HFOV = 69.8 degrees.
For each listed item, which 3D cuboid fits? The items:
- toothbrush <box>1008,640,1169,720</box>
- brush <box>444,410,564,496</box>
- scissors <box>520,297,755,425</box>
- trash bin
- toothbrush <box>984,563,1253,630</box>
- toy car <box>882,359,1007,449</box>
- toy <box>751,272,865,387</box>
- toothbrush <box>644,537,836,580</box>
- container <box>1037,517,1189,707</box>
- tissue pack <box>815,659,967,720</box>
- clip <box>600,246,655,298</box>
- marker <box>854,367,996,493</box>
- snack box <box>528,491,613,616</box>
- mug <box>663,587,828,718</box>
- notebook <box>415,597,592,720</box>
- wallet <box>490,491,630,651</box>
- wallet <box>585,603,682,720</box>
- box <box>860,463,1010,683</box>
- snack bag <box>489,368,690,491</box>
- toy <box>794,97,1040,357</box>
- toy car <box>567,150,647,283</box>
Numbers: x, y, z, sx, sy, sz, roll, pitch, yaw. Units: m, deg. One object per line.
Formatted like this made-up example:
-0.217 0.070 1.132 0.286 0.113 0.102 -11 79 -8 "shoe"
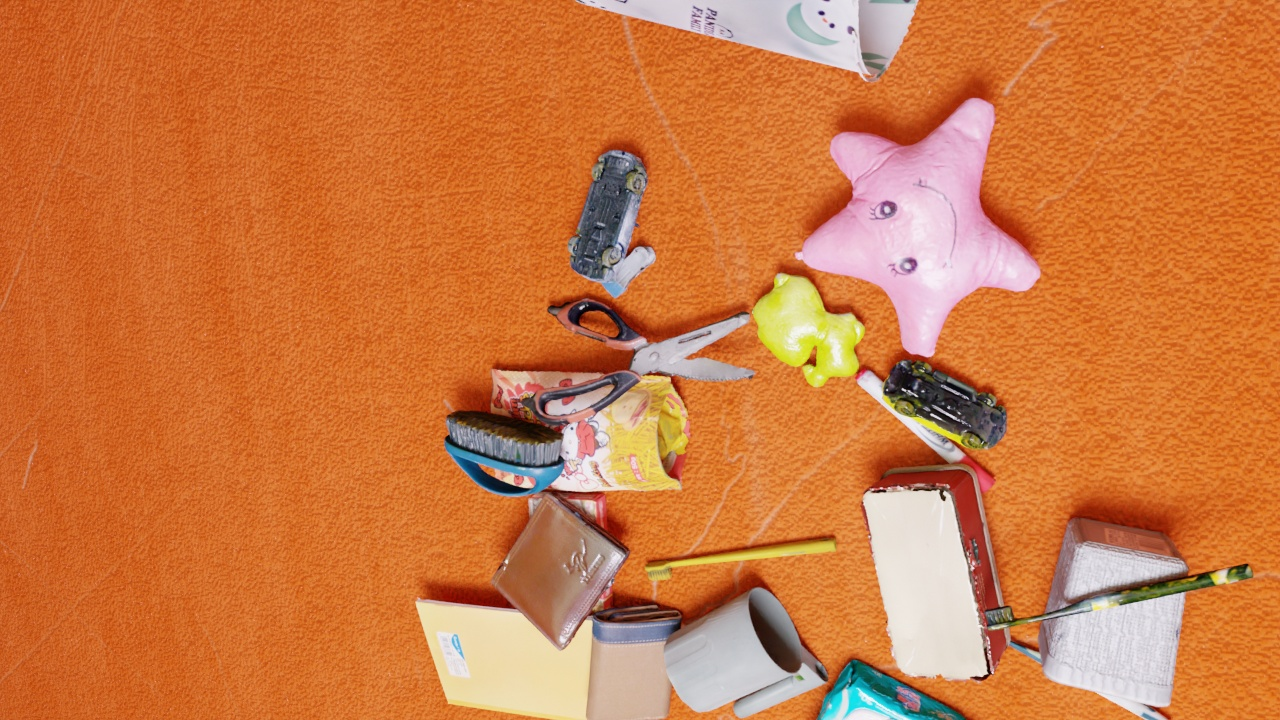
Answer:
0.362 0.260 0.787 0.192 0.016 0.018 26 98 14 "toothbrush"
-0.131 0.091 0.873 0.144 0.055 0.073 12 106 36 "brush"
-0.009 -0.002 0.837 0.226 0.015 0.189 34 80 30 "scissors"
0.075 -0.342 0.670 0.252 0.229 0.230 18 106 22 "trash bin"
0.352 0.175 0.685 0.186 0.012 0.017 -19 77 20 "toothbrush"
0.253 0.040 0.768 0.105 0.032 0.048 26 67 9 "toy car"
0.144 -0.025 0.801 0.100 0.031 0.097 10 106 18 "toy"
0.093 0.189 0.871 0.190 0.015 0.016 -13 100 22 "toothbrush"
0.376 0.194 0.730 0.090 0.090 0.114 9 100 18 "container"
0.228 0.344 0.834 0.133 0.050 0.093 24 107 14 "tissue pack"
-0.011 -0.085 0.854 0.058 0.035 0.025 -43 82 26 "clip"
0.243 0.059 0.789 0.145 0.017 0.017 43 111 8 "marker"
-0.069 0.209 0.929 0.075 0.025 0.153 0 101 21 "snack box"
0.098 0.284 0.861 0.104 0.083 0.124 -34 112 23 "mug"
-0.130 0.318 0.963 0.207 0.010 0.146 -1 115 21 "notebook"
-0.080 0.204 0.892 0.101 0.032 0.125 36 102 15 "wallet"
-0.007 0.301 0.906 0.090 0.033 0.115 1 103 -17 "wallet"
0.243 0.179 0.769 0.091 0.078 0.168 -10 95 38 "box"
-0.057 0.069 0.884 0.208 0.073 0.128 -1 101 28 "snack bag"
0.214 -0.097 0.737 0.179 0.074 0.194 -14 97 22 "toy"
-0.028 -0.131 0.837 0.054 0.036 0.121 22 100 38 "toy car"
